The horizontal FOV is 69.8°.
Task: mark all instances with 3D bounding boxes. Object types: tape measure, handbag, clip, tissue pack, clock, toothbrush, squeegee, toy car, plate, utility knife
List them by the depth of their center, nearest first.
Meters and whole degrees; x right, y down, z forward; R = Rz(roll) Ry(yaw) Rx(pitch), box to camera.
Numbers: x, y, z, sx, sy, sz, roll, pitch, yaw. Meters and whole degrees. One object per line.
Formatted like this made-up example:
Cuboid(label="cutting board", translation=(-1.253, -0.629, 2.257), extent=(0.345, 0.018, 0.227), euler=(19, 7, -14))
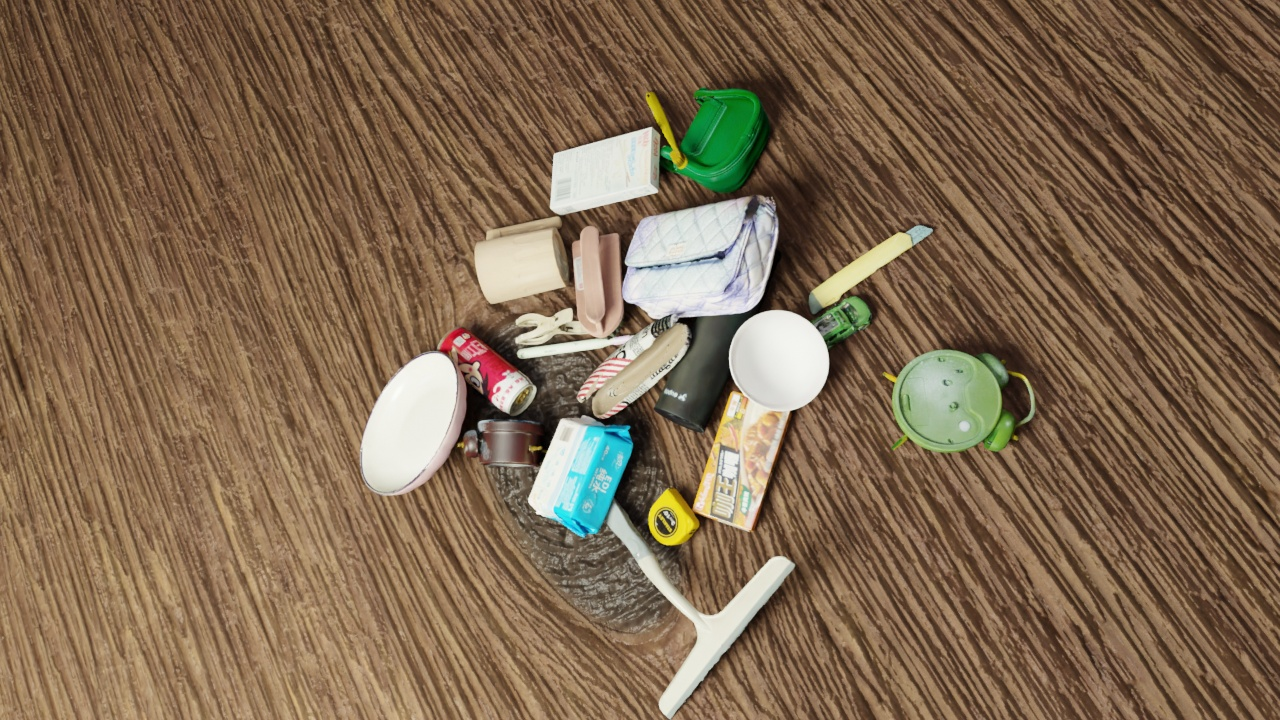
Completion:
Cuboid(label="clock", translation=(0.362, 0.049, 1.041), extent=(0.161, 0.056, 0.116), euler=(-5, 74, 11))
Cuboid(label="squeegee", translation=(0.017, 0.234, 1.051), extent=(0.246, 0.039, 0.247), euler=(47, 113, 32))
Cuboid(label="tape measure", translation=(0.039, 0.188, 1.081), extent=(0.057, 0.028, 0.060), euler=(-52, 57, 22))
Cuboid(label="tissue pack", translation=(-0.069, 0.135, 1.098), extent=(0.090, 0.063, 0.140), euler=(9, 73, 47))
Cuboid(label="handbag", translation=(0.067, -0.123, 1.100), extent=(0.194, 0.075, 0.134), euler=(-2, 64, 46))
Cuboid(label="toy car", translation=(0.236, -0.044, 1.108), extent=(0.091, 0.036, 0.043), euler=(-32, 69, -2))
Cuboid(label="utility knife", translation=(0.279, -0.116, 1.126), extent=(0.178, 0.019, 0.031), euler=(-35, 74, 8))
Cuboid(label="clock", translation=(-0.172, 0.103, 1.134), extent=(0.122, 0.082, 0.055), euler=(-1, 80, 10))
Cuboid(label="plate", translation=(-0.279, 0.082, 1.154), extent=(0.193, 0.039, 0.192), euler=(-24, 51, 33))
Cuboid(label="toothbrush", translation=(-0.069, -0.019, 1.178), extent=(0.190, 0.029, 0.020), euler=(-6, 31, 12))
Cuboid(label="clip", translation=(-0.117, -0.044, 1.188), extent=(0.097, 0.060, 0.034), euler=(-11, 71, 21))
Cuboid(label="handbag", translation=(0.097, -0.290, 1.191), extent=(0.120, 0.068, 0.131), euler=(24, 82, 25))
Cuboid(label="toothbrush", translation=(0.031, -0.304, 1.193), extent=(0.016, 0.016, 0.189), euler=(-38, 40, 19))

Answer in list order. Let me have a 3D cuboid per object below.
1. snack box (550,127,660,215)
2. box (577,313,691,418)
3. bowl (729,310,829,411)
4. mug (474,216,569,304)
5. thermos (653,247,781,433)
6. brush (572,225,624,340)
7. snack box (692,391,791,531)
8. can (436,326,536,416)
Cuboid(label="snack box", translation=(-0.048, -0.248, 1.211), extent=(0.157, 0.027, 0.084), euler=(-7, 72, 29))
Cuboid(label="box", translation=(0.000, 0.011, 1.122), extent=(0.077, 0.074, 0.164), euler=(44, 110, -9))
Cuboid(label="bowl", translation=(0.157, 0.005, 1.089), extent=(0.118, 0.065, 0.118), euler=(1, 81, -6))
Cuboid(label="mug", translation=(-0.153, -0.139, 1.207), extent=(0.103, 0.084, 0.124), euler=(-11, 46, 8))
Cuboid(label="thermos", translation=(0.091, -0.035, 1.129), extent=(0.090, 0.068, 0.242), euler=(13, 73, 49))
Cuboid(label="brush", translation=(-0.054, -0.095, 1.159), extent=(0.063, 0.073, 0.145), euler=(-9, 62, 10))
Cuboid(label="snack box", translation=(0.121, 0.119, 1.091), extent=(0.075, 0.026, 0.153), euler=(16, 79, 17))
Cuboid(label="can", translation=(-0.198, 0.014, 1.179), extent=(0.133, 0.053, 0.053), euler=(37, 85, 19))
